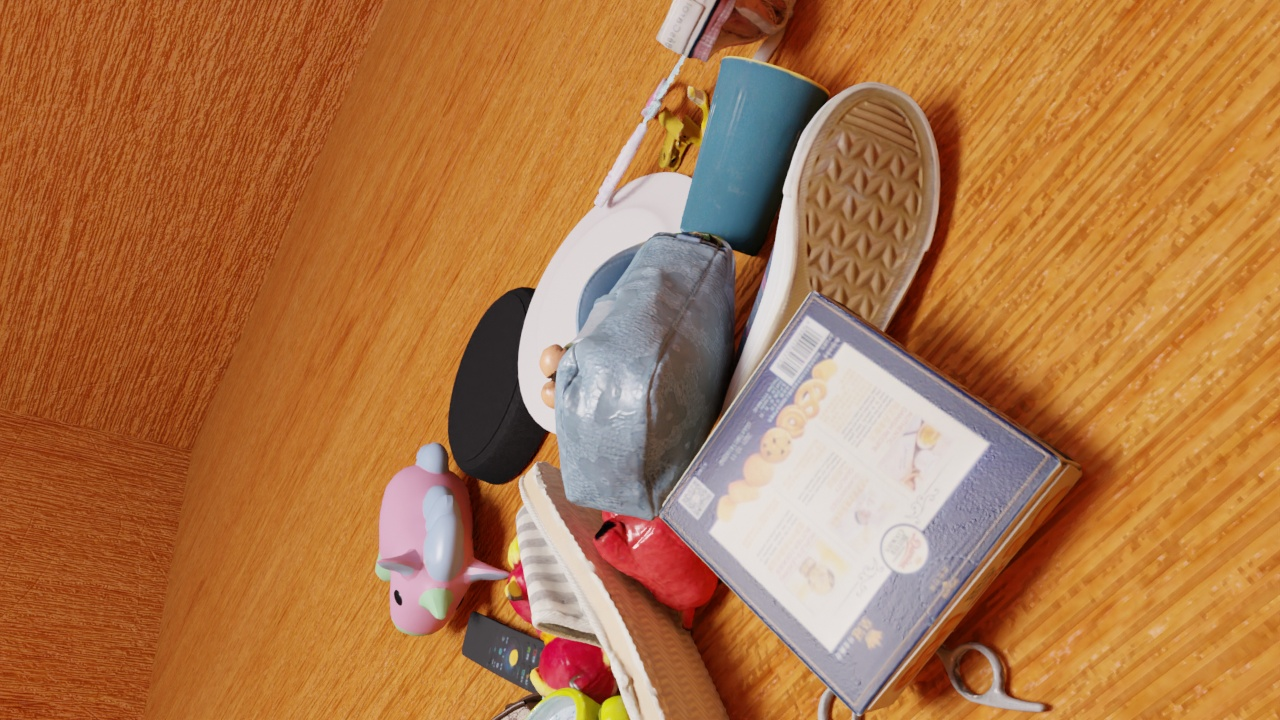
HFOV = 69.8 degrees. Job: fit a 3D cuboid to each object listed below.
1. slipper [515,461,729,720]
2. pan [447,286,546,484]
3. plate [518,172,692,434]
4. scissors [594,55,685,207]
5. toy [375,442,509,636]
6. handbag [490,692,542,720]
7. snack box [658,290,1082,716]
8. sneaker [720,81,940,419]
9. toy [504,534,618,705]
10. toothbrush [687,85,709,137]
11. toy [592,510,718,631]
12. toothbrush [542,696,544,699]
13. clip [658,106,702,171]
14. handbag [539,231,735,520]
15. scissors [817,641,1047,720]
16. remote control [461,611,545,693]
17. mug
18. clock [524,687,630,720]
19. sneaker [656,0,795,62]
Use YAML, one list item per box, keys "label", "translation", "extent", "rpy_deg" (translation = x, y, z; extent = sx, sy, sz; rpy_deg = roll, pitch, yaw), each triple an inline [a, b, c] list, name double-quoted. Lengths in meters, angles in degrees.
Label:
- label: "slipper"
  translation: [-0.015, 0.165, 0.574]
  extent: [0.054, 0.114, 0.272]
  rpy_deg: [-50, 41, 11]
- label: "pan"
  translation: [-0.101, 0.023, 0.863]
  extent: [0.356, 0.044, 0.204]
  rpy_deg: [2, 75, 60]
- label: "plate"
  translation: [-0.030, -0.053, 0.769]
  extent: [0.243, 0.016, 0.242]
  rpy_deg: [-28, 48, 36]
- label: "scissors"
  translation: [0.000, -0.195, 0.781]
  extent: [0.169, 0.014, 0.170]
  rpy_deg: [-59, 10, 9]
- label: "toy"
  translation: [-0.207, 0.164, 0.903]
  extent: [0.172, 0.120, 0.221]
  rpy_deg: [129, 145, -48]
- label: "handbag"
  translation: [-0.069, 0.314, 0.645]
  extent: [0.139, 0.063, 0.166]
  rpy_deg: [-35, 38, 22]
- label: "snack box"
  translation: [0.101, 0.064, 0.440]
  extent: [0.145, 0.042, 0.144]
  rpy_deg: [42, 103, 35]
- label: "sneaker"
  translation: [0.107, -0.042, 0.540]
  extent: [0.079, 0.087, 0.235]
  rpy_deg: [-146, 74, -89]
- label: "toy"
  translation: [-0.057, 0.173, 0.650]
  extent: [0.067, 0.105, 0.137]
  rpy_deg: [-39, 49, 24]
- label: "toothbrush"
  translation: [0.058, -0.185, 0.743]
  extent: [0.021, 0.016, 0.135]
  rpy_deg: [-46, 38, 29]
- label: "toy"
  translation: [0.047, 0.106, 0.575]
  extent: [0.133, 0.094, 0.088]
  rpy_deg: [-24, 17, 23]
- label: "toothbrush"
  translation: [-0.064, 0.222, 0.692]
  extent: [0.135, 0.017, 0.022]
  rpy_deg: [-105, 34, -73]
- label: "clip"
  translation: [0.033, -0.188, 0.786]
  extent: [0.045, 0.048, 0.054]
  rpy_deg: [-22, 38, -6]
- label: "handbag"
  translation: [-0.003, 0.003, 0.569]
  extent: [0.191, 0.119, 0.122]
  rpy_deg: [-58, -31, -48]
- label: "scissors"
  translation: [0.127, 0.129, 0.456]
  extent: [0.175, 0.014, 0.141]
  rpy_deg: [19, 93, 59]
- label: "remote control"
  translation: [-0.114, 0.247, 0.783]
  extent: [0.152, 0.020, 0.041]
  rpy_deg: [-5, 69, 57]
- label: "mug"
  translation: [0.074, -0.138, 0.639]
  extent: [0.078, 0.078, 0.121]
  rpy_deg: [35, 109, 59]
- label: "clock"
  translation: [-0.034, 0.250, 0.571]
  extent: [0.119, 0.057, 0.083]
  rpy_deg: [-24, 30, 47]
- label: "sneaker"
  translation: [0.078, -0.286, 0.701]
  extent: [0.240, 0.088, 0.119]
  rpy_deg: [-72, 9, -48]
